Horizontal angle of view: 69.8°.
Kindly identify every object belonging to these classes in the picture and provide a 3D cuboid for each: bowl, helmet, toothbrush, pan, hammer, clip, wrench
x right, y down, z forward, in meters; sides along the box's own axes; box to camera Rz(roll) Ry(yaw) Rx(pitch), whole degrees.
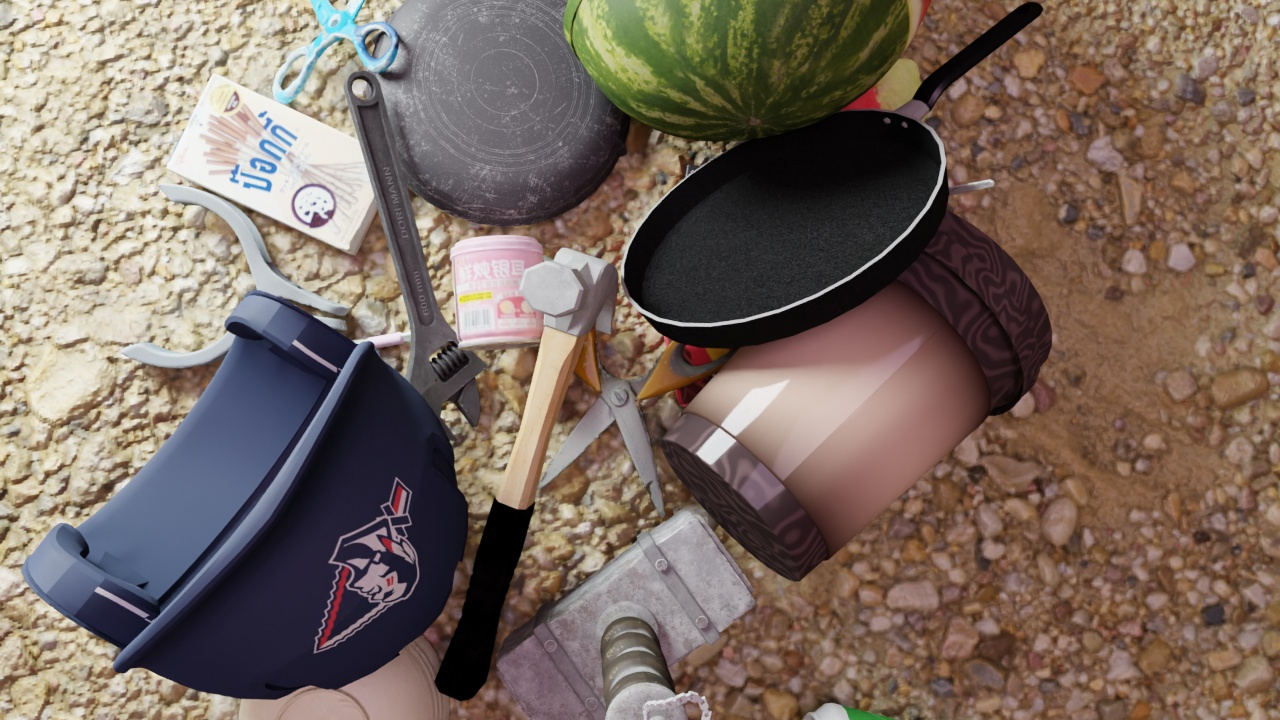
[{"bbox_3d":[-0.216,0.256,0.649,0.151,0.075,0.150,0,86,-3],"label":"bowl"},{"bbox_3d":[-0.215,0.097,0.563,0.223,0.273,0.232,36,73,-7],"label":"helmet"},{"bbox_3d":[0.182,-0.114,0.634,0.010,0.182,0.010,36,80,-18],"label":"toothbrush"},{"bbox_3d":[-0.076,-0.275,0.703,0.207,0.040,0.356,22,83,-9],"label":"pan"},{"bbox_3d":[0.144,-0.132,0.625,0.356,0.225,0.034,-38,124,-8],"label":"pan"},{"bbox_3d":[-0.083,0.083,0.642,0.039,0.131,0.328,19,100,9],"label":"hammer"},{"bbox_3d":[0.077,-0.271,0.624,0.243,0.213,0.247,7,79,12],"label":"helmet"},{"bbox_3d":[-0.224,-0.009,0.696,0.154,0.015,0.022,-10,119,-4],"label":"toothbrush"},{"bbox_3d":[-0.319,-0.062,0.683,0.164,0.032,0.165,-29,95,-3],"label":"clip"},{"bbox_3d":[-0.005,0.178,0.539,0.177,0.326,0.079,-35,89,-5],"label":"hammer"},{"bbox_3d":[-0.169,-0.071,0.668,0.073,0.018,0.273,-20,102,-31],"label":"wrench"}]

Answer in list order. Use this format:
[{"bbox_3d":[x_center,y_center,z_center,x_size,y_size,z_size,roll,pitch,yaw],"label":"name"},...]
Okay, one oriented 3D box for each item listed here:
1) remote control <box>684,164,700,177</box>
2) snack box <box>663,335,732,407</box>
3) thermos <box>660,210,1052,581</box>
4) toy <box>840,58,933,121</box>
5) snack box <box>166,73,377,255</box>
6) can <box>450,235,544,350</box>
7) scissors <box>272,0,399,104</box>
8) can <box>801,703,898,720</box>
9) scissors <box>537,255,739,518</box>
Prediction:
[{"bbox_3d":[0.103,-0.128,0.724,0.140,0.009,0.030,10,86,-2],"label":"remote control"},{"bbox_3d":[0.059,-0.038,0.710,0.089,0.021,0.133,-13,87,-4],"label":"snack box"},{"bbox_3d":[0.138,0.024,0.624,0.226,0.173,0.172,-42,89,-13],"label":"thermos"},{"bbox_3d":[0.158,-0.190,0.714,0.135,0.045,0.091,-20,86,2],"label":"toy"},{"bbox_3d":[-0.270,-0.148,0.697,0.150,0.026,0.082,25,85,-1],"label":"snack box"},{"bbox_3d":[-0.102,-0.048,0.666,0.067,0.067,0.076,-4,88,-4],"label":"can"},{"bbox_3d":[-0.225,-0.241,0.687,0.140,0.011,0.134,37,93,32],"label":"scissors"},{"bbox_3d":[0.184,0.306,0.661,0.140,0.088,0.087,15,85,-2],"label":"can"},{"bbox_3d":[-0.005,0.004,0.691,0.230,0.016,0.225,-25,85,8],"label":"scissors"}]
